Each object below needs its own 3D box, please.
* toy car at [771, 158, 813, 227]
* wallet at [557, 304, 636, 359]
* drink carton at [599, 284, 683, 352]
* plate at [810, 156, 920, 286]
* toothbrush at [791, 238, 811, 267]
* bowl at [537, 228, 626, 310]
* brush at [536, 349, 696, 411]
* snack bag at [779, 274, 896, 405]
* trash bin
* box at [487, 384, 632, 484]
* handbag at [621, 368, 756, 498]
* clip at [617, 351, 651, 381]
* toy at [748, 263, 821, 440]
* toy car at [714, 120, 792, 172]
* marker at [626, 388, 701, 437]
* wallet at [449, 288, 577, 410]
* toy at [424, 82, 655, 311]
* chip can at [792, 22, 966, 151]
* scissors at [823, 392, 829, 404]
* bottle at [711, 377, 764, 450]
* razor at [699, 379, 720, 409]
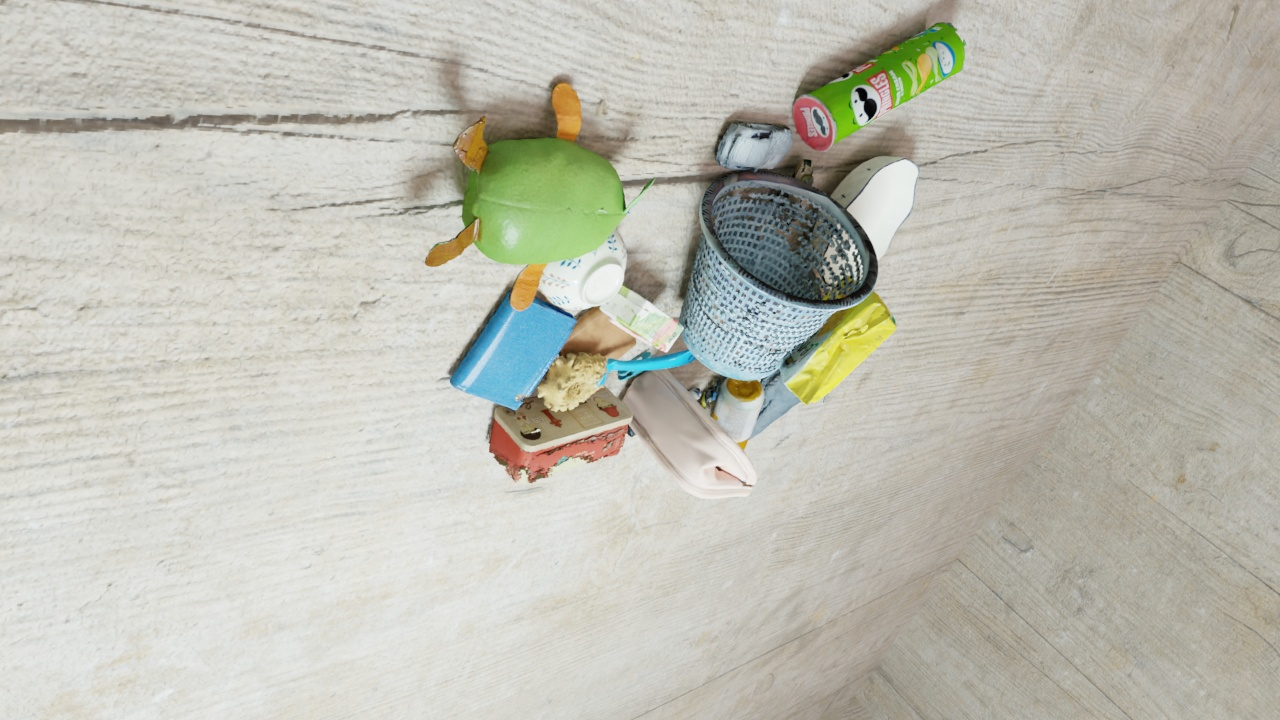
[{"bbox_3d":[0.198,-0.217,1.181,0.035,0.042,0.091,19,123,-5],"label":"toy car"},{"bbox_3d":[-0.055,-0.023,1.145,0.101,0.020,0.115,-38,149,-12],"label":"wallet"},{"bbox_3d":[0.002,-0.050,1.113,0.045,0.053,0.122,-57,154,2],"label":"drink carton"},{"bbox_3d":[0.315,-0.201,1.307,0.204,0.045,0.205,-33,148,-25],"label":"plate"},{"bbox_3d":[0.221,-0.124,1.330,0.016,0.018,0.192,7,121,-51],"label":"toothbrush"},{"bbox_3d":[-0.057,-0.100,1.021,0.113,0.062,0.114,-29,144,-24],"label":"bowl"},{"bbox_3d":[-0.018,0.010,1.159,0.254,0.046,0.083,-11,136,-37],"label":"brush"},{"bbox_3d":[0.255,-0.027,1.204,0.158,0.068,0.246,-49,-177,12],"label":"snack bag"},{"bbox_3d":[0.147,-0.089,1.140,0.226,0.226,0.196,-19,152,-34],"label":"trash bin"},{"bbox_3d":[-0.101,0.096,1.158,0.168,0.091,0.080,-15,133,-37],"label":"box"},{"bbox_3d":[0.089,0.117,1.284,0.093,0.193,0.234,-46,143,7],"label":"handbag"},{"bbox_3d":[-0.008,0.008,1.234,0.056,0.014,0.041,-30,143,-24],"label":"clip"},{"bbox_3d":[0.240,-0.012,1.410,0.137,0.091,0.357,-16,139,-23],"label":"toy"},{"bbox_3d":[0.138,-0.252,1.088,0.120,0.037,0.054,-13,135,-43],"label":"toy car"},{"bbox_3d":[0.035,0.075,1.348,0.130,0.018,0.023,-30,135,-21],"label":"marker"},{"bbox_3d":[-0.142,-0.012,1.047,0.106,0.040,0.133,22,109,-45],"label":"wallet"},{"bbox_3d":[-0.100,-0.155,0.892,0.246,0.090,0.227,-5,119,-49],"label":"toy"},{"bbox_3d":[0.297,-0.339,1.130,0.235,0.072,0.072,-32,145,-20],"label":"chip can"},{"bbox_3d":[0.287,-0.026,1.349,0.172,0.014,0.145,-56,146,-35],"label":"scissors"},{"bbox_3d":[0.144,0.099,1.440,0.067,0.068,0.190,-25,148,-27],"label":"bottle"},{"bbox_3d":[0.088,0.092,1.419,0.042,0.022,0.143,-59,173,-58],"label":"razor"}]
